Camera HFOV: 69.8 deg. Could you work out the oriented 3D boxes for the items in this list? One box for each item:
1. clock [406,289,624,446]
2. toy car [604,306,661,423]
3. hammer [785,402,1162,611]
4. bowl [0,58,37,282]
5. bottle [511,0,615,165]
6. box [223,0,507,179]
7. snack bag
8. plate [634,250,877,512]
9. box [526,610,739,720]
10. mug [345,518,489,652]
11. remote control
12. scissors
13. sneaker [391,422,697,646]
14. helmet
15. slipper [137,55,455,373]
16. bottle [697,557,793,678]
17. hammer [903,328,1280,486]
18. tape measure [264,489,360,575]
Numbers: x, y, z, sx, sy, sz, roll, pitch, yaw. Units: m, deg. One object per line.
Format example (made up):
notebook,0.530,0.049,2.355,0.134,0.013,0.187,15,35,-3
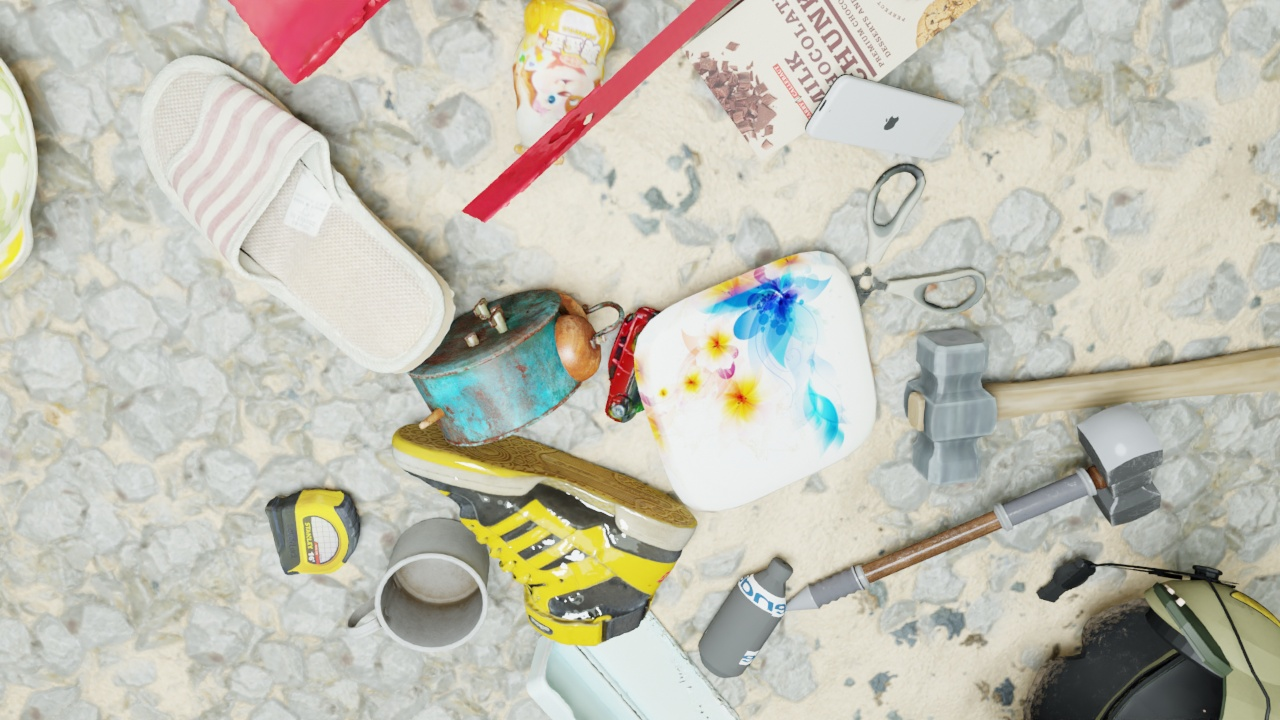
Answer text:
clock,-0.086,-0.010,0.648,0.157,0.121,0.073,-25,112,-3
toy car,-0.004,0.004,0.700,0.036,0.042,0.091,18,99,20
hammer,0.262,0.145,0.756,0.323,0.043,0.156,-27,143,13
bowl,-0.480,-0.147,0.597,0.188,0.060,0.219,-34,108,4
bottle,-0.057,-0.190,0.624,0.063,0.063,0.109,13,106,-10
box,-0.122,-0.251,0.441,0.211,0.378,0.124,-40,123,6
snack bag,0.138,-0.239,0.625,0.206,0.070,0.094,-38,107,6
plate,0.097,0.023,0.702,0.186,0.016,0.187,-23,116,-10
box,-0.002,0.291,0.774,0.122,0.078,0.197,-41,109,-13
mug,-0.174,0.179,0.721,0.113,0.070,0.084,-19,108,0
remote control,0.172,-0.167,0.635,0.146,0.008,0.045,-3,138,-40
scissors,0.189,-0.073,0.711,0.170,0.012,0.158,1,106,-5
sneaker,-0.086,0.135,0.704,0.238,0.086,0.122,20,101,-8
helmet,0.392,0.285,0.703,0.233,0.255,0.250,37,101,-11
slipper,-0.232,-0.098,0.601,0.263,0.052,0.115,44,100,4
bottle,0.091,0.215,0.772,0.047,0.047,0.112,28,102,-13
hammer,0.375,0.023,0.743,0.322,0.051,0.117,-6,110,-7
tape measure,-0.251,0.132,0.717,0.064,0.037,0.066,-10,110,-2
